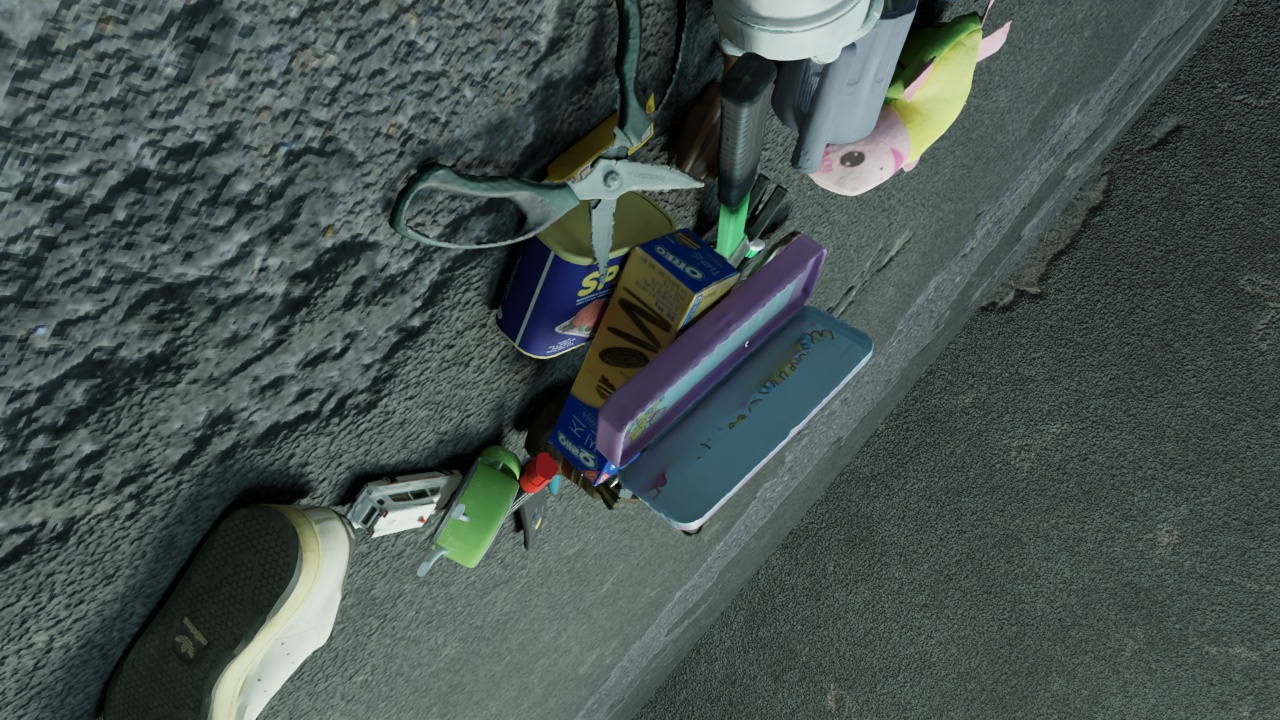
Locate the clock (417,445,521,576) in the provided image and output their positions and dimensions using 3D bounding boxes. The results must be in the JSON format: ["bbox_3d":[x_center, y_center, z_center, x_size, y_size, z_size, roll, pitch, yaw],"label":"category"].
[{"bbox_3d":[-0.136,0.123,0.759,0.094,0.042,0.119,-55,-170,24],"label":"clock"}]

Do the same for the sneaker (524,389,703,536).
[{"bbox_3d":[0.026,0.077,0.833,0.237,0.143,0.101,-12,133,-48],"label":"sneaker"}]

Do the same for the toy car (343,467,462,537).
[{"bbox_3d":[-0.174,0.109,0.697,0.039,0.039,0.113,-53,159,14],"label":"toy car"}]

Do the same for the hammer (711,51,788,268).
[{"bbox_3d":[0.070,-0.125,0.667,0.130,0.032,0.319,-52,170,-7],"label":"hammer"}]

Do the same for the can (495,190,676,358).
[{"bbox_3d":[-0.040,-0.061,0.636,0.116,0.056,0.092,-25,151,-46],"label":"can"}]

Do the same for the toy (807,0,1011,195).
[{"bbox_3d":[0.252,-0.243,0.846,0.238,0.087,0.190,-46,165,2],"label":"toy"}]

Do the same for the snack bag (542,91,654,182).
[{"bbox_3d":[-0.024,-0.134,0.585,0.099,0.020,0.026,-41,158,-18],"label":"snack bag"}]

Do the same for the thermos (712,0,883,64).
[{"bbox_3d":[0.080,-0.251,0.481,0.099,0.099,0.220,-44,155,-12],"label":"thermos"}]

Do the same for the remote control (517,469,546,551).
[{"bbox_3d":[-0.110,0.149,0.922,0.152,0.020,0.041,96,16,-59],"label":"remote control"}]

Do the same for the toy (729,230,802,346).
[{"bbox_3d":[0.100,-0.030,0.938,0.158,0.084,0.195,-48,164,-47],"label":"toy"}]

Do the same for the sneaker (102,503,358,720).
[{"bbox_3d":[-0.266,0.191,0.614,0.242,0.089,0.102,-57,166,12],"label":"sneaker"}]

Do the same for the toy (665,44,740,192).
[{"bbox_3d":[0.050,-0.165,0.646,0.102,0.041,0.054,-61,175,15],"label":"toy"}]

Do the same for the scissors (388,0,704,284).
[{"bbox_3d":[-0.039,-0.134,0.516,0.201,0.015,0.202,-7,118,-33],"label":"scissors"}]

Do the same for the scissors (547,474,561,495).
[{"bbox_3d":[-0.067,0.078,0.884,0.124,0.019,0.156,-31,150,-46],"label":"scissors"}]

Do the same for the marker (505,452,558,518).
[{"bbox_3d":[-0.106,0.114,0.810,0.021,0.023,0.145,-8,161,-28],"label":"marker"}]

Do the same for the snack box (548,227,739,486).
[{"bbox_3d":[-0.004,0.004,0.667,0.057,0.056,0.207,-30,155,-46],"label":"snack box"}]

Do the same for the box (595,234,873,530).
[{"bbox_3d":[0.075,0.017,0.629,0.213,0.092,0.089,-40,161,-25],"label":"box"}]

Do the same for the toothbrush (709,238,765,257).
[{"bbox_3d":[0.068,-0.099,0.843,0.186,0.015,0.016,-17,148,-53],"label":"toothbrush"}]

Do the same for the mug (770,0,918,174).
[{"bbox_3d":[0.142,-0.212,0.663,0.104,0.084,0.123,102,11,-52],"label":"mug"}]
